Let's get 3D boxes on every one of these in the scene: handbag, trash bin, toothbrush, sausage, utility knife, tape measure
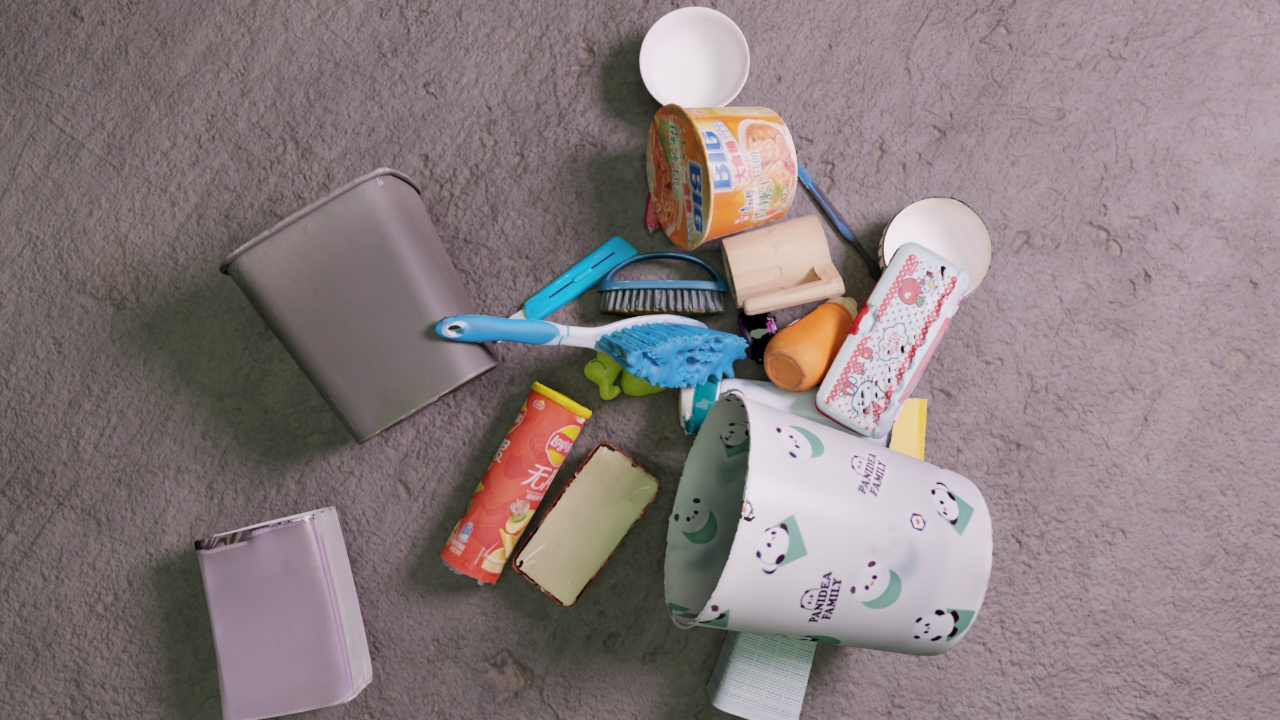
[{"bbox_3d":[-0.377,0.267,0.969,0.145,0.098,0.197,-12,88,-2],"label":"handbag"},{"bbox_3d":[0.177,0.168,0.887,0.252,0.230,0.229,15,87,-10],"label":"trash bin"},{"bbox_3d":[-0.271,-0.048,0.946,0.198,0.199,0.220,-30,93,0],"label":"trash bin"},{"bbox_3d":[0.219,-0.158,1.028,0.014,0.016,0.189,-37,84,8],"label":"toothbrush"},{"bbox_3d":[0.023,-0.215,1.029,0.020,0.020,0.156,8,87,1],"label":"sausage"},{"bbox_3d":[-0.086,-0.078,1.024,0.185,0.018,0.034,-35,87,0],"label":"utility knife"},{"bbox_3d":[0.131,-0.029,0.997,0.039,0.057,0.058,-16,103,1],"label":"tape measure"}]

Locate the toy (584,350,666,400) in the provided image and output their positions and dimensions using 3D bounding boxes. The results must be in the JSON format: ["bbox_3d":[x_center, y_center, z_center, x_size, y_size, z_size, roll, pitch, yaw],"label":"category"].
[{"bbox_3d":[-0.006,0.006,1.010,0.100,0.031,0.096,24,80,4],"label":"toy"}]

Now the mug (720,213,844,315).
[{"bbox_3d":[0.148,-0.093,0.973,0.103,0.124,0.084,-14,126,2],"label":"mug"}]

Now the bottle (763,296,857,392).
[{"bbox_3d":[0.190,-0.026,0.974,0.067,0.067,0.149,47,51,3],"label":"bottle"}]

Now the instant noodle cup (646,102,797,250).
[{"bbox_3d":[0.086,-0.198,0.962,0.111,0.152,0.151,-13,86,-20],"label":"instant noodle cup"}]

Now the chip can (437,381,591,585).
[{"bbox_3d":[-0.135,0.131,0.987,0.073,0.073,0.216,29,89,2],"label":"chip can"}]

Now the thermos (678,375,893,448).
[{"bbox_3d":[0.151,0.054,0.981,0.224,0.073,0.073,6,87,7],"label":"thermos"}]

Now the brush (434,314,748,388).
[{"bbox_3d":[-0.039,-0.016,0.916,0.313,0.109,0.061,-3,117,-38],"label":"brush"}]

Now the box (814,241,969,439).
[{"bbox_3d":[0.254,-0.020,0.924,0.087,0.047,0.201,29,83,11],"label":"box"}]

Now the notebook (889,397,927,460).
[{"bbox_3d":[0.237,0.139,1.009,0.146,0.010,0.206,5,87,2],"label":"notebook"}]

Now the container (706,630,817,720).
[{"bbox_3d":[0.130,0.313,0.964,0.090,0.090,0.111,17,84,2],"label":"container"}]

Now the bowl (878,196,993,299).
[{"bbox_3d":[0.313,-0.114,0.995,0.116,0.066,0.116,0,87,2],"label":"bowl"}]

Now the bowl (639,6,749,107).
[{"bbox_3d":[0.058,-0.319,1.012,0.118,0.065,0.118,0,87,0],"label":"bowl"}]

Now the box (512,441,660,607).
[{"bbox_3d":[-0.055,0.175,0.979,0.091,0.077,0.168,36,88,3],"label":"box"}]

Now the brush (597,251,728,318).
[{"bbox_3d":[0.024,-0.082,1.003,0.144,0.055,0.073,1,88,1],"label":"brush"}]
